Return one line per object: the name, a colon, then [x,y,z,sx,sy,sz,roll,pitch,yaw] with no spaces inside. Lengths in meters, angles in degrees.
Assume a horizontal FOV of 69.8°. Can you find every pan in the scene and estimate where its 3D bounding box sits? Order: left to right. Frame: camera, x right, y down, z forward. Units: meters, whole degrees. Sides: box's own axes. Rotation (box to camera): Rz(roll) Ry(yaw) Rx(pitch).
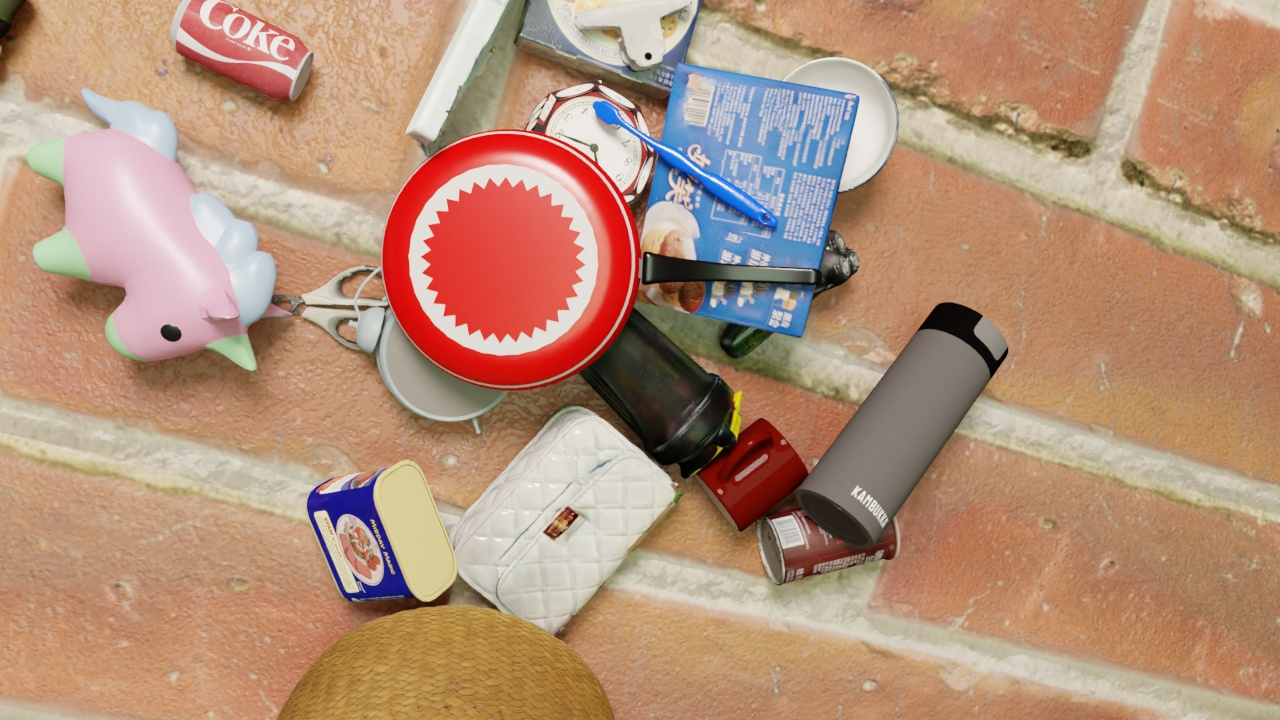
pan: [-0.031,-0.075,0.731,0.356,0.067,0.209,3,95,1]

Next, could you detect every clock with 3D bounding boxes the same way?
clock: [-0.174,-0.017,0.792,0.122,0.045,0.159,-48,111,-7]
clock: [-0.063,-0.164,0.793,0.154,0.065,0.114,-47,105,-19]

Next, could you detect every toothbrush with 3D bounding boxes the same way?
toothbrush: [0.037,-0.163,0.758,0.182,0.018,0.016,34,110,2]

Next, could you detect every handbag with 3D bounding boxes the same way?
handbag: [-0.069,0.148,0.830,0.139,0.072,0.195,42,87,-15]

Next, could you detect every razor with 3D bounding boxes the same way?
razor: [0.137,-0.057,0.855,0.151,0.067,0.054,-44,117,3]

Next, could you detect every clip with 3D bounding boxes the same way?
clip: [0.001,-0.274,0.764,0.101,0.050,0.058,-16,90,-10]

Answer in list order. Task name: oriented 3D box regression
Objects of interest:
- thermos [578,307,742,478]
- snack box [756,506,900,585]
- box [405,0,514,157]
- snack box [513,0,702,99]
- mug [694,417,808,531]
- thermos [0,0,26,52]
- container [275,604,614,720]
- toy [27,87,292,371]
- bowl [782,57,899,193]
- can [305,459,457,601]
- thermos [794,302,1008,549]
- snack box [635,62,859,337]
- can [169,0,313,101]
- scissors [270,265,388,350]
thermos: [-0.005,0.005,0.818,0.221,0.098,0.098,45,86,-9]
snack box: [0.181,0.171,0.890,0.121,0.072,0.072,-11,99,-10]
box: [-0.131,-0.259,0.731,0.040,0.134,0.197,28,90,-18]
snack box: [-0.021,-0.321,0.796,0.144,0.042,0.145,15,94,-15]
mug: [0.100,0.100,0.848,0.082,0.106,0.073,-37,61,-6]
thermos: [-0.546,-0.205,0.673,0.082,0.082,0.231,34,89,-14]
container: [-0.156,0.354,0.748,0.307,0.196,0.307,-1,113,-3]
toy: [-0.371,-0.101,0.714,0.171,0.120,0.222,-2,94,0]
bowl: [0.172,-0.210,0.834,0.118,0.062,0.118,2,100,11]
can: [-0.222,0.149,0.782,0.092,0.056,0.116,-12,103,30]
thermos: [0.247,0.056,0.854,0.082,0.082,0.240,46,71,-14]
snack box: [0.089,-0.137,0.794,0.155,0.069,0.203,13,101,8]
can: [-0.317,-0.249,0.733,0.096,0.054,0.054,24,91,-14]
scissors: [-0.289,-0.059,0.786,0.171,0.012,0.121,30,90,-12]
